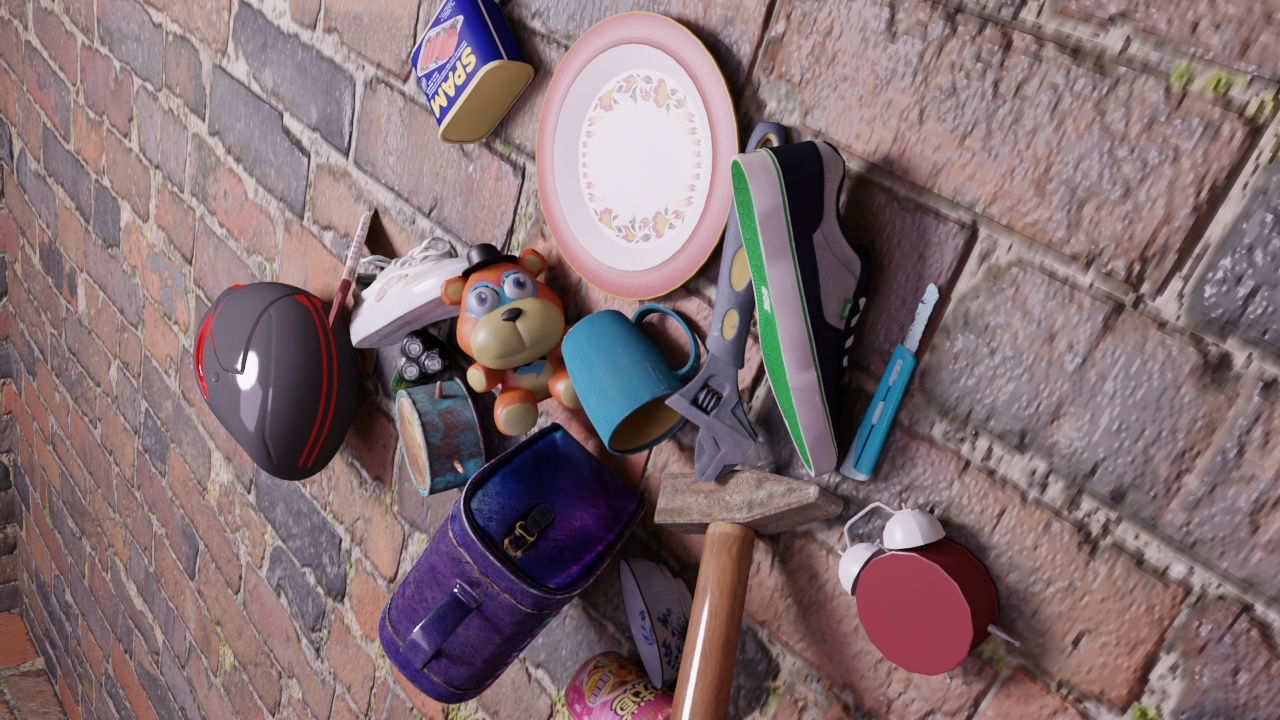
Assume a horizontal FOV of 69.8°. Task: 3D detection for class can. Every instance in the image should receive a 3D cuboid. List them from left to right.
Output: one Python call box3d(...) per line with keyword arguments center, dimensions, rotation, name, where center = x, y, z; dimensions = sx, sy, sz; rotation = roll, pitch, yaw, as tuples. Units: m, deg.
box3d(center=(-0.162, -0.277, 0.864), dimensions=(0.117, 0.056, 0.092), rotation=(-37, 71, 42), name="can")

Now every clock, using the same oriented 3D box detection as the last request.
box3d(center=(-0.212, 0.082, 0.976), dimensions=(0.158, 0.073, 0.121), rotation=(-26, 78, 63), name="clock")
box3d(center=(0.187, 0.155, 0.620), dimensions=(0.124, 0.044, 0.087), rotation=(57, 131, 20), name="clock")

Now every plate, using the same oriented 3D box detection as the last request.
box3d(center=(-0.005, -0.165, 0.757), dimensions=(0.230, 0.021, 0.230), rotation=(11, 106, 43), name="plate")

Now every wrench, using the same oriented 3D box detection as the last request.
box3d(center=(0.071, -0.039, 0.683), dimensions=(0.073, 0.022, 0.273), rotation=(13, 100, 8), name="wrench")

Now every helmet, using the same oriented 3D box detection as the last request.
box3d(center=(-0.427, 0.014, 1.107), dimensions=(0.170, 0.164, 0.264), rotation=(-17, 76, 33), name="helmet")

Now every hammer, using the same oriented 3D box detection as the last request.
box3d(center=(0.054, 0.225, 0.662), dimensions=(0.158, 0.037, 0.300), rotation=(-10, 59, 45), name="hammer")

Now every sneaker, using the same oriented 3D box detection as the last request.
box3d(center=(-0.236, -0.082, 0.954), dimensions=(0.243, 0.089, 0.090), rotation=(-17, 81, 46), name="sneaker")
box3d(center=(0.124, -0.032, 0.630), dimensions=(0.084, 0.079, 0.235), rotation=(-114, 11, -72), name="sneaker")

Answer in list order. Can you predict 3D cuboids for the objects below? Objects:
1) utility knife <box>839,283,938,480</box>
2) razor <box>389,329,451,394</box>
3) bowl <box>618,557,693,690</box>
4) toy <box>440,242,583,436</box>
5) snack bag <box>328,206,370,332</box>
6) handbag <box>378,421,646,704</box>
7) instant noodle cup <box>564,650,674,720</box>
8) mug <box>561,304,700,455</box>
box3d(center=(0.171, 0.016, 0.629), dimensions=(0.022, 0.015, 0.152), rotation=(32, 117, 37), name="utility knife")
box3d(center=(-0.249, 0.011, 0.996), dimensions=(0.054, 0.067, 0.152), rotation=(42, 146, -8), name="razor")
box3d(center=(0.020, 0.217, 0.780), dimensions=(0.114, 0.045, 0.114), rotation=(165, 91, -77), name="bowl")
box3d(center=(-0.114, -0.024, 0.840), dimensions=(0.176, 0.112, 0.096), rotation=(63, 170, 13), name="toy")
box3d(center=(-0.324, -0.104, 1.029), dimensions=(0.057, 0.013, 0.157), rotation=(-53, 27, 41), name="snack bag")
box3d(center=(-0.121, 0.183, 0.789), dimensions=(0.125, 0.221, 0.205), rotation=(43, 128, 6), name="handbag")
box3d(center=(-0.010, 0.320, 0.818), dimensions=(0.109, 0.097, 0.098), rotation=(28, 117, 45), name="instant noodle cup")
box3d(center=(-0.005, 0.004, 0.761), dimensions=(0.112, 0.084, 0.104), rotation=(-40, 61, 11), name="mug")
